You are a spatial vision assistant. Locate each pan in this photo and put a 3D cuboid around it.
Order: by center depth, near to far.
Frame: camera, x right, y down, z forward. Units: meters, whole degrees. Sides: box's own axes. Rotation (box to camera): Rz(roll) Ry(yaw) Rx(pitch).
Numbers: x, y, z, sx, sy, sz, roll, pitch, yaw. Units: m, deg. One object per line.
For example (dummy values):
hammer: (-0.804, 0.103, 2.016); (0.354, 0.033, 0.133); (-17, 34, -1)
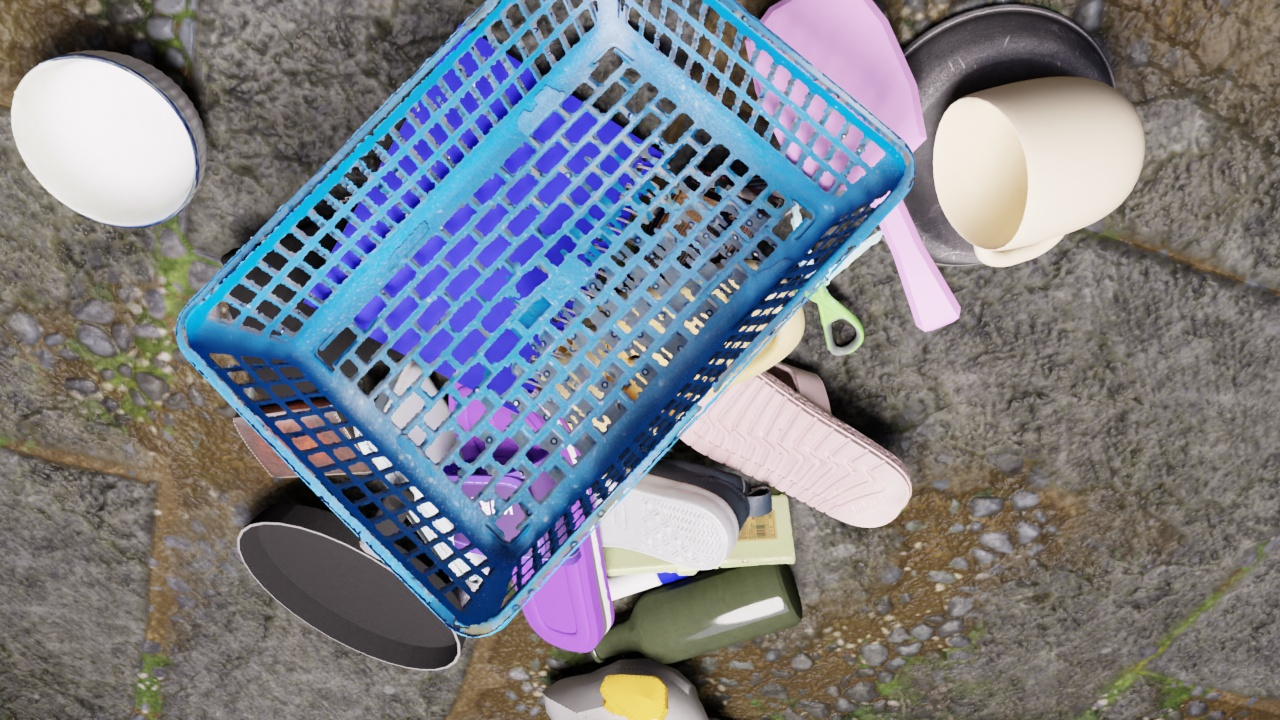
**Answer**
pan: (0.160, -0.128, 0.651); (0.357, 0.055, 0.187); (-15, 122, 5)
pan: (-0.234, 0.176, 0.791); (0.225, 0.034, 0.358); (32, 139, -5)

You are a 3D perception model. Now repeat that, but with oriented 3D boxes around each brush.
brush: (0.148, -0.128, 0.592); (0.089, 0.043, 0.228); (-24, 95, 22)

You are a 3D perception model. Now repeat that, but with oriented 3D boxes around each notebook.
notebook: (-0.099, -0.090, 0.628); (0.171, 0.022, 0.209); (29, 88, -16)

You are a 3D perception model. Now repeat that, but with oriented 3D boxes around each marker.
marker: (-0.014, 0.218, 0.893); (0.133, 0.023, 0.027); (-22, 142, 15)

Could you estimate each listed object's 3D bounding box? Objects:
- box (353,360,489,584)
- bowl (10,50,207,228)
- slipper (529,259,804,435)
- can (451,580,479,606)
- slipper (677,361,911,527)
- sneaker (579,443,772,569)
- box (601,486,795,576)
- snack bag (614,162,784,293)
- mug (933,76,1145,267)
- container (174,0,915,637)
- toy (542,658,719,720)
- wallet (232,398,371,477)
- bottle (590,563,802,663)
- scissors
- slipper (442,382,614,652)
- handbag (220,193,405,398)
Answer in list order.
box: (-0.161, 0.097, 0.761); (0.083, 0.122, 0.216); (-27, 135, -10)
bowl: (-0.350, -0.157, 0.625); (0.118, 0.062, 0.118); (0, 124, 0)
slipper: (-0.004, 0.004, 0.686); (0.262, 0.079, 0.111); (-23, 103, 30)
can: (-0.152, 0.200, 0.877); (0.032, 0.032, 0.095); (22, 121, -13)
slipper: (0.114, 0.051, 0.756); (0.239, 0.064, 0.094); (32, 123, -4)
sneaker: (-0.008, 0.111, 0.781); (0.236, 0.087, 0.089); (9, 119, 29)
box: (0.044, 0.167, 0.833); (0.188, 0.091, 0.083); (-5, 140, 7)
snack bag: (0.037, -0.077, 0.671); (0.074, 0.018, 0.156); (19, 141, -14)
mug: (0.252, -0.116, 0.574); (0.099, 0.096, 0.120); (-16, 127, -12)
container: (-0.053, -0.055, 0.549); (0.257, 0.089, 0.362); (43, 86, 8)
toy: (0.012, 0.382, 0.933); (0.247, 0.140, 0.267); (14, 163, 23)
wallet: (-0.281, 0.066, 0.773); (0.123, 0.019, 0.072); (-6, 122, 28)
bottle: (0.048, 0.247, 0.883); (0.207, 0.071, 0.071); (-22, 121, 15)
scissors: (0.123, -0.053, 0.690); (0.160, 0.024, 0.171); (-5, 139, 22)
slipper: (-0.099, 0.142, 0.735); (0.107, 0.083, 0.267); (3, 119, 32)
handbag: (-0.219, -0.054, 0.693); (0.154, 0.114, 0.125); (-18, 98, 16)
